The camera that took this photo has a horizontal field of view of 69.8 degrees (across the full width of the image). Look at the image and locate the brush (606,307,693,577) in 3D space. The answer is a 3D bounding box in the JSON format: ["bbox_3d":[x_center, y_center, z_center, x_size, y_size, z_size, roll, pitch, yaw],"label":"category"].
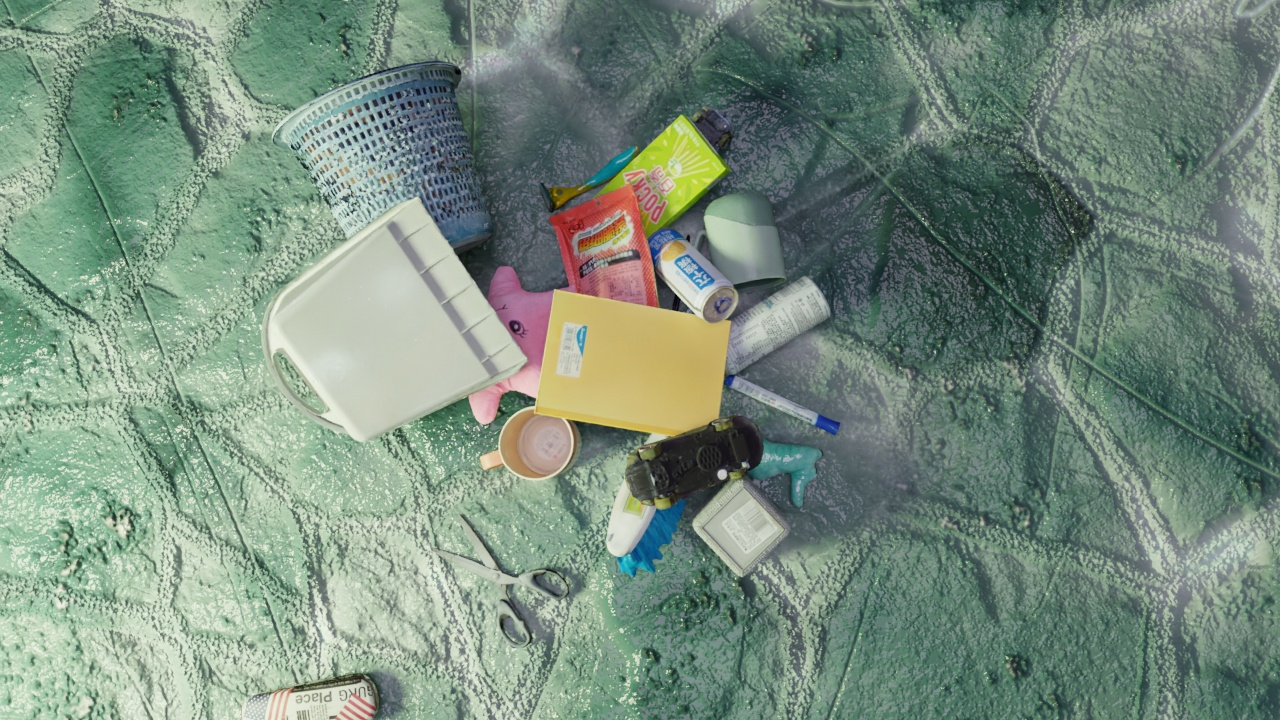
[{"bbox_3d":[0.031,0.088,1.060,0.061,0.109,0.313,11,67,29],"label":"brush"}]

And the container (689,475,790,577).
[{"bbox_3d":[0.112,0.185,1.037,0.090,0.114,0.090,-45,84,-1],"label":"container"}]

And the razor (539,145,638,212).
[{"bbox_3d":[-0.060,-0.226,1.128,0.132,0.028,0.043,-29,53,3],"label":"razor"}]

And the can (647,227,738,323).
[{"bbox_3d":[0.057,-0.099,1.062,0.053,0.053,0.134,-39,49,-1],"label":"can"}]

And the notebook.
[{"bbox_3d":[-0.006,0.006,1.029,0.206,0.010,0.145,9,77,-6],"label":"notebook"}]

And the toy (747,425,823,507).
[{"bbox_3d":[0.169,0.124,1.083,0.092,0.030,0.096,2,91,6],"label":"toy"}]

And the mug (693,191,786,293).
[{"bbox_3d":[0.110,-0.136,1.090,0.112,0.082,0.106,-14,84,33],"label":"mug"}]

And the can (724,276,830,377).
[{"bbox_3d":[0.149,-0.040,1.084,0.147,0.058,0.058,-31,84,0],"label":"can"}]

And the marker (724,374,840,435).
[{"bbox_3d":[0.168,0.052,1.096,0.146,0.017,0.017,25,86,5],"label":"marker"}]

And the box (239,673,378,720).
[{"bbox_3d":[-0.390,0.413,1.087,0.164,0.056,0.070,-9,70,1],"label":"box"}]

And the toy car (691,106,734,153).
[{"bbox_3d":[0.062,-0.253,1.116,0.054,0.036,0.121,44,97,10],"label":"toy car"}]

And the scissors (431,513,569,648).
[{"bbox_3d":[-0.166,0.262,1.098,0.159,0.014,0.178,-11,83,3],"label":"scissors"}]

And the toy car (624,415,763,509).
[{"bbox_3d":[0.059,0.109,0.999,0.158,0.042,0.070,-17,98,-12],"label":"toy car"}]

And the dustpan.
[{"bbox_3d":[-0.302,-0.025,1.041,0.257,0.143,0.223,-34,106,-8],"label":"dustpan"}]

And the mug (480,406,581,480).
[{"bbox_3d":[-0.127,0.102,1.063,0.114,0.106,0.081,-20,84,1],"label":"mug"}]

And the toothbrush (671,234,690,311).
[{"bbox_3d":[0.041,-0.062,1.116,0.017,0.014,0.189,7,84,28],"label":"toothbrush"}]

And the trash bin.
[{"bbox_3d":[-0.276,-0.206,1.060,0.226,0.226,0.195,-22,96,1],"label":"trash bin"}]

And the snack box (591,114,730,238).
[{"bbox_3d":[0.022,-0.208,1.095,0.157,0.026,0.086,-39,83,22],"label":"snack box"}]

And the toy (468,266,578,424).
[{"bbox_3d":[-0.146,-0.019,1.086,0.194,0.074,0.178,-48,65,3],"label":"toy"}]

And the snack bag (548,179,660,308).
[{"bbox_3d":[-0.034,-0.096,1.091,0.129,0.073,0.207,-18,82,32],"label":"snack bag"}]
